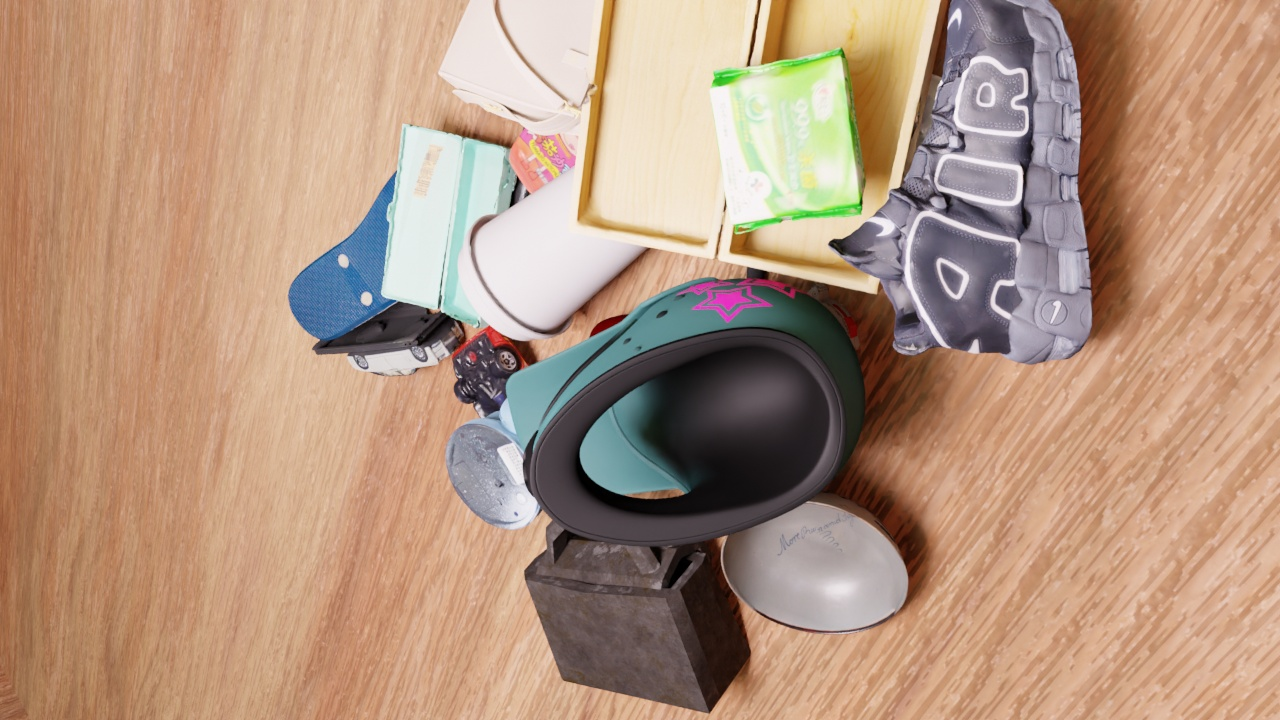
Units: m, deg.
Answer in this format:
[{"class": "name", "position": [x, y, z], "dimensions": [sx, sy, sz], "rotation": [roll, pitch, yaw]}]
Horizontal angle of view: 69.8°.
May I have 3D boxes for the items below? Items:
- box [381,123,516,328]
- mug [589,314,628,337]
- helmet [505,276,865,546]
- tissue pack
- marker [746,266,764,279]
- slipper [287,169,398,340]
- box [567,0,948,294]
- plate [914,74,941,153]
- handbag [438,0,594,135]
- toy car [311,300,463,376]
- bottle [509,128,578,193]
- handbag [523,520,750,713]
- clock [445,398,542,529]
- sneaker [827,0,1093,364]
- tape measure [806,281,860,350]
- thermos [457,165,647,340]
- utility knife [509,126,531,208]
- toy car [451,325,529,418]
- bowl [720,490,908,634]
[{"class": "box", "position": [-0.197, -0.138, 0.946], "dimensions": [0.139, 0.052, 0.187], "rotation": [20, 107, 24]}, {"class": "mug", "position": [-0.005, 0.005, 0.842], "dimensions": [0.088, 0.087, 0.114], "rotation": [33, 149, 49]}, {"class": "helmet", "position": [0.027, 0.038, 0.692], "dimensions": [0.275, 0.200, 0.176], "rotation": [-18, 100, 4]}, {"class": "tissue pack", "position": [0.100, -0.151, 0.634], "dimensions": [0.100, 0.034, 0.114], "rotation": [-6, 104, 21]}, {"class": "marker", "position": [0.095, -0.083, 0.770], "dimensions": [0.018, 0.015, 0.134], "rotation": [5, 104, 18]}, {"class": "slipper", "position": [-0.274, -0.123, 1.022], "dimensions": [0.295, 0.060, 0.118], "rotation": [-35, 88, 21]}, {"class": "box", "position": [0.079, -0.194, 0.670], "dimensions": [0.253, 0.068, 0.247], "rotation": [12, 107, 11]}, {"class": "plate", "position": [0.186, -0.136, 0.686], "dimensions": [0.157, 0.014, 0.157], "rotation": [9, 106, 37]}, {"class": "handbag", "position": [-0.044, -0.279, 0.764], "dimensions": [0.198, 0.101, 0.194], "rotation": [25, 91, 28]}, {"class": "toy car", "position": [-0.277, -0.021, 1.054], "dimensions": [0.192, 0.093, 0.071], "rotation": [-5, 127, 38]}, {"class": "bottle", "position": [-0.057, -0.204, 0.841], "dimensions": [0.135, 0.048, 0.071], "rotation": [-25, 103, 37]}, {"class": "handbag", "position": [-0.017, 0.209, 0.871], "dimensions": [0.198, 0.102, 0.199], "rotation": [-3, 114, 39]}, {"class": "clock", "position": [-0.121, 0.098, 0.901], "dimensions": [0.162, 0.059, 0.118], "rotation": [-26, 97, 37]}, {"class": "sneaker", "position": [0.192, -0.112, 0.592], "dimensions": [0.151, 0.097, 0.252], "rotation": [-11, 101, 1]}, {"class": "tape measure", "position": [0.142, -0.022, 0.744], "dimensions": [0.062, 0.020, 0.060], "rotation": [54, 127, 16]}, {"class": "thermos", "position": [-0.050, -0.118, 0.818], "dimensions": [0.222, 0.131, 0.131], "rotation": [-32, 80, 31]}, {"class": "utility knife", "position": [-0.116, -0.188, 0.916], "dimensions": [0.029, 0.020, 0.173], "rotation": [28, 115, 27]}, {"class": "toy car", "position": [-0.125, 0.057, 0.956], "dimensions": [0.082, 0.056, 0.189], "rotation": [-33, 89, 40]}, {"class": "bowl", "position": [0.143, 0.153, 0.745], "dimensions": [0.151, 0.056, 0.151], "rotation": [9, 127, 12]}]
